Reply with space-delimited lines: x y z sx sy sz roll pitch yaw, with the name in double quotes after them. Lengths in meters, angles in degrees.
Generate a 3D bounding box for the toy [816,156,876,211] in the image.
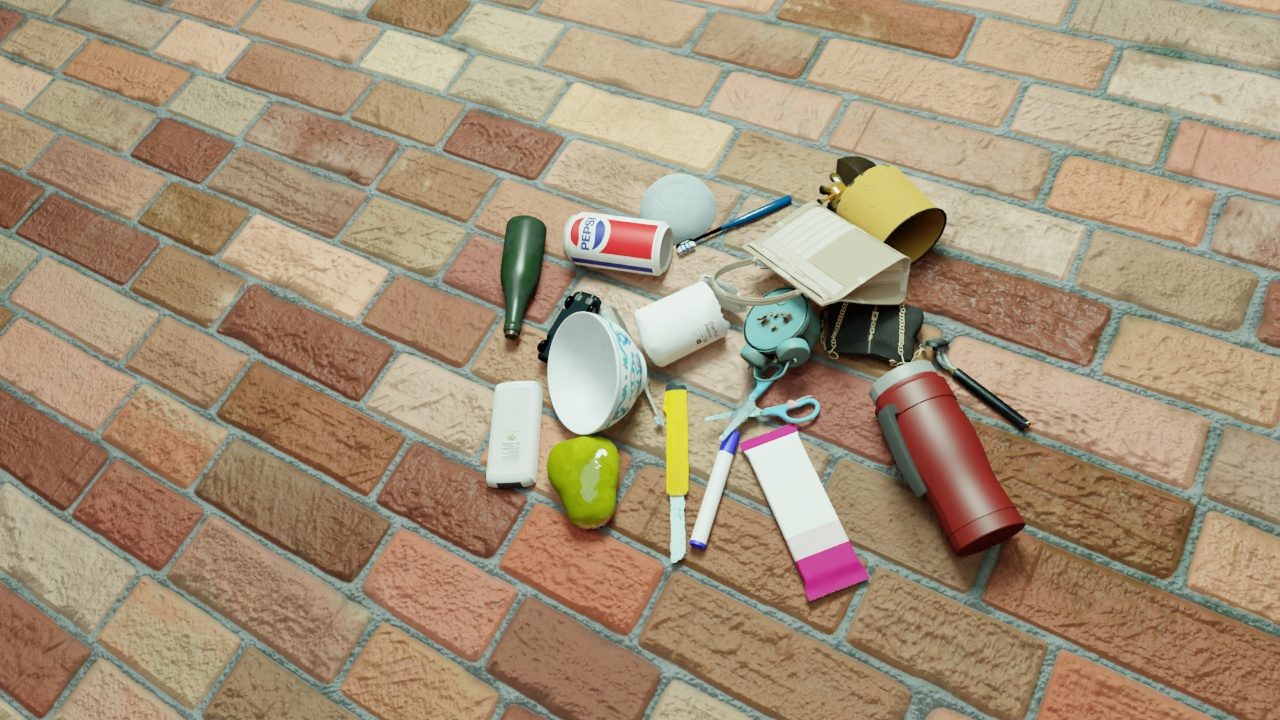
0.264 -0.220 1.177 0.100 0.063 0.076 -30 95 -21 "toy"

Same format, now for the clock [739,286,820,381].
0.165 -0.027 1.081 0.090 0.053 0.124 -7 56 42 "clock"

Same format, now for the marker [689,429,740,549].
0.085 0.144 1.041 0.020 0.020 0.141 12 65 18 "marker"

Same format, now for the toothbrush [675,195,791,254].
0.124 -0.180 1.211 0.167 0.014 0.014 -24 71 -3 "toothbrush"

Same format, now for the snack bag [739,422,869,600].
0.177 0.163 1.013 0.070 0.016 0.196 -20 60 -4 "snack bag"

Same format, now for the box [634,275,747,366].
0.063 -0.056 1.123 0.143 0.080 0.089 -24 45 -3 "box"

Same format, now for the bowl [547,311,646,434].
-0.041 0.015 1.095 0.074 0.144 0.144 0 50 -38 "bowl"

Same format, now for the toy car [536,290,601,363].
-0.090 -0.039 1.171 0.046 0.034 0.112 20 67 21 "toy car"

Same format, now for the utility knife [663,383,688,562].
0.041 0.125 1.063 0.030 0.019 0.223 -8 56 15 "utility knife"

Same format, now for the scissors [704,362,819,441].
0.135 0.043 1.078 0.140 0.015 0.111 -7 54 -7 "scissors"

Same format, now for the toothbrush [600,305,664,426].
-0.007 0.006 1.136 0.024 0.022 0.185 -4 54 -32 "toothbrush"

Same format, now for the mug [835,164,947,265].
0.312 -0.176 1.127 0.123 0.101 0.094 -7 50 -35 "mug"

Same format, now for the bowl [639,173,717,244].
0.048 -0.211 1.230 0.106 0.039 0.106 -5 61 10 "bowl"

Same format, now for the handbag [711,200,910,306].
0.177 -0.107 1.068 0.197 0.062 0.175 -18 37 -20 "handbag"

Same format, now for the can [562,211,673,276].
-0.029 -0.153 1.198 0.132 0.070 0.070 10 65 17 "can"

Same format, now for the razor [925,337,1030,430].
0.380 0.028 1.040 0.144 0.042 0.022 48 123 25 "razor"

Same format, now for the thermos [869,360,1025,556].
0.312 0.102 0.969 0.107 0.084 0.198 -2 56 -32 "thermos"

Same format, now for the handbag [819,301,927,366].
0.273 -0.033 1.084 0.128 0.054 0.079 11 76 14 "handbag"

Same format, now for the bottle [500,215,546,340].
-0.160 -0.107 1.213 0.055 0.055 0.173 -2 63 11 "bottle"

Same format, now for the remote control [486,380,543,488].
-0.153 0.089 1.121 0.060 0.025 0.138 -4 64 11 "remote control"

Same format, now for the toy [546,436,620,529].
-0.065 0.141 1.058 0.090 0.051 0.109 -11 63 9 "toy"
